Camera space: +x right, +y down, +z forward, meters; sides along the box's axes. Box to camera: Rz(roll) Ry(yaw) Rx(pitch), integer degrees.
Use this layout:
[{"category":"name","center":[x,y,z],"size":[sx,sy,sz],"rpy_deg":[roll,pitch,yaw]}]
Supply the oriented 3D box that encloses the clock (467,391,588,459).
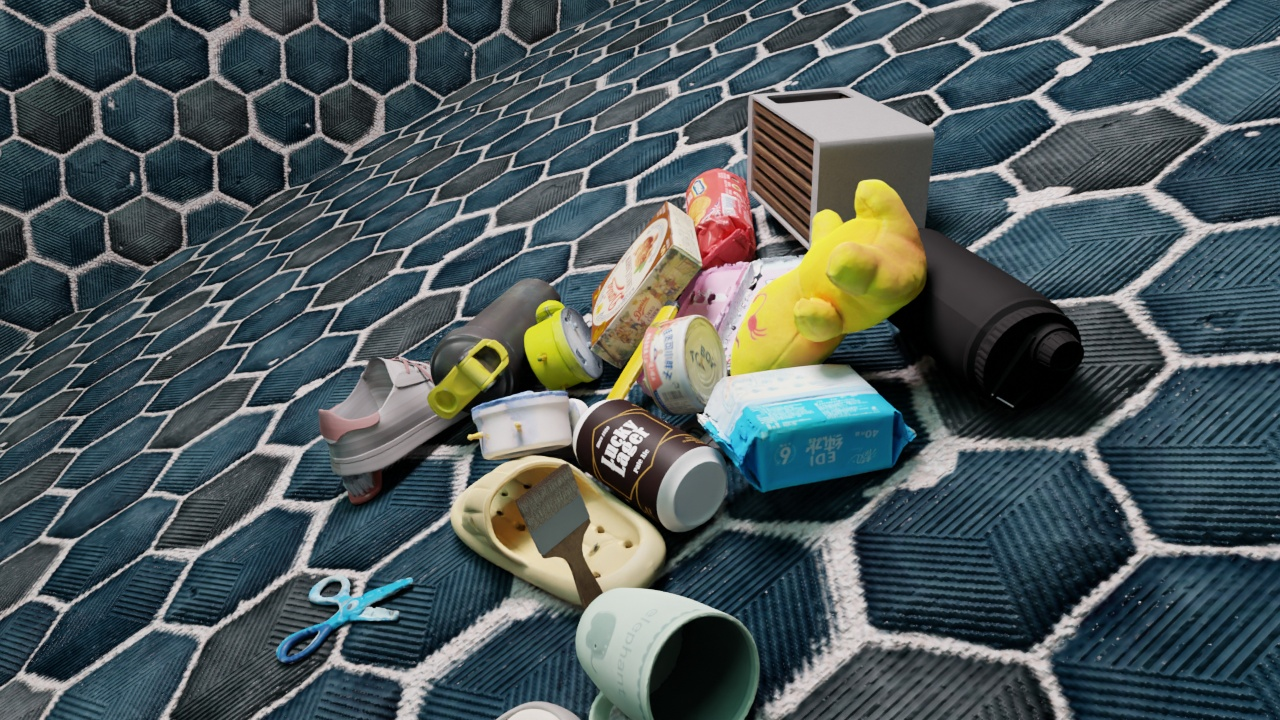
[{"category":"clock","center":[-0.098,0.058,0.841],"size":[0.089,0.052,0.125],"rpy_deg":[-16,-10,29]}]

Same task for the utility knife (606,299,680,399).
[{"category":"utility knife","center":[-0.005,0.005,0.882],"size":[0.158,0.017,0.031],"rpy_deg":[-56,18,-20]}]

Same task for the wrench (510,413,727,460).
[{"category":"wrench","center":[-0.015,0.075,0.843],"size":[0.274,0.018,0.072],"rpy_deg":[-8,33,33]}]

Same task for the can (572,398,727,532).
[{"category":"can","center":[0.006,0.082,0.742],"size":[0.071,0.072,0.129],"rpy_deg":[-39,39,-21]}]

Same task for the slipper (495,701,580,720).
[{"category":"slipper","center":[-0.131,0.294,0.519],"size":[0.113,0.081,0.265],"rpy_deg":[8,44,42]}]

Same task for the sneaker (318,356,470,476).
[{"category":"sneaker","center":[-0.251,0.028,1.005],"size":[0.099,0.089,0.235],"rpy_deg":[9,35,37]}]

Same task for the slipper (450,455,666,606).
[{"category":"slipper","center":[-0.080,0.121,0.762],"size":[0.111,0.079,0.262],"rpy_deg":[-38,31,-25]}]

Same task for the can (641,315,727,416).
[{"category":"can","center":[0.040,0.004,0.805],"size":[0.043,0.086,0.086],"rpy_deg":[-11,33,30]}]

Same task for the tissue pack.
[{"category":"tissue pack","center":[0.121,0.050,0.697],"size":[0.144,0.062,0.093],"rpy_deg":[-7,27,-13]}]

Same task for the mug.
[{"category":"mug","center":[0.004,0.199,0.573],"size":[0.104,0.084,0.111],"rpy_deg":[2,67,57]}]

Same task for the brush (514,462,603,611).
[{"category":"brush","center":[-0.044,0.140,0.629],"size":[0.045,0.143,0.008],"rpy_deg":[-35,30,-31]}]

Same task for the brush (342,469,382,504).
[{"category":"brush","center":[-0.318,0.105,1.030],"size":[0.041,0.030,0.172],"rpy_deg":[-30,29,-6]}]

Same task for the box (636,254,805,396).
[{"category":"box","center":[0.091,-0.041,0.924],"size":[0.153,0.037,0.200],"rpy_deg":[-5,36,30]}]

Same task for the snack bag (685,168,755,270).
[{"category":"snack bag","center":[0.096,-0.165,1.082],"size":[0.082,0.082,0.176],"rpy_deg":[-19,31,14]}]

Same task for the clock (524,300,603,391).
[{"category":"clock","center":[-0.080,-0.018,0.979],"size":[0.057,0.083,0.118],"rpy_deg":[-25,31,18]}]

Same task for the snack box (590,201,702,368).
[{"category":"snack box","center":[0.003,-0.084,0.984],"size":[0.147,0.041,0.143],"rpy_deg":[-50,18,22]}]

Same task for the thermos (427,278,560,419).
[{"category":"thermos","center":[-0.153,-0.020,1.012],"size":[0.098,0.098,0.220],"rpy_deg":[-13,21,23]}]

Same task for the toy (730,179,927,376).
[{"category":"toy","center":[0.152,-0.051,0.755],"size":[0.194,0.087,0.134],"rpy_deg":[-47,16,47]}]

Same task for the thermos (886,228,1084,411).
[{"category":"thermos","center":[0.260,-0.032,0.715],"size":[0.086,0.086,0.198],"rpy_deg":[-27,29,0]}]

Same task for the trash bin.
[{"category":"trash bin","center":[0.204,-0.212,0.987],"size":[0.114,0.115,0.228],"rpy_deg":[-7,28,-9]}]

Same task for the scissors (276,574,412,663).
[{"category":"scissors","center":[-0.263,0.228,0.807],"size":[0.140,0.013,0.117],"rpy_deg":[-2,37,35]}]
